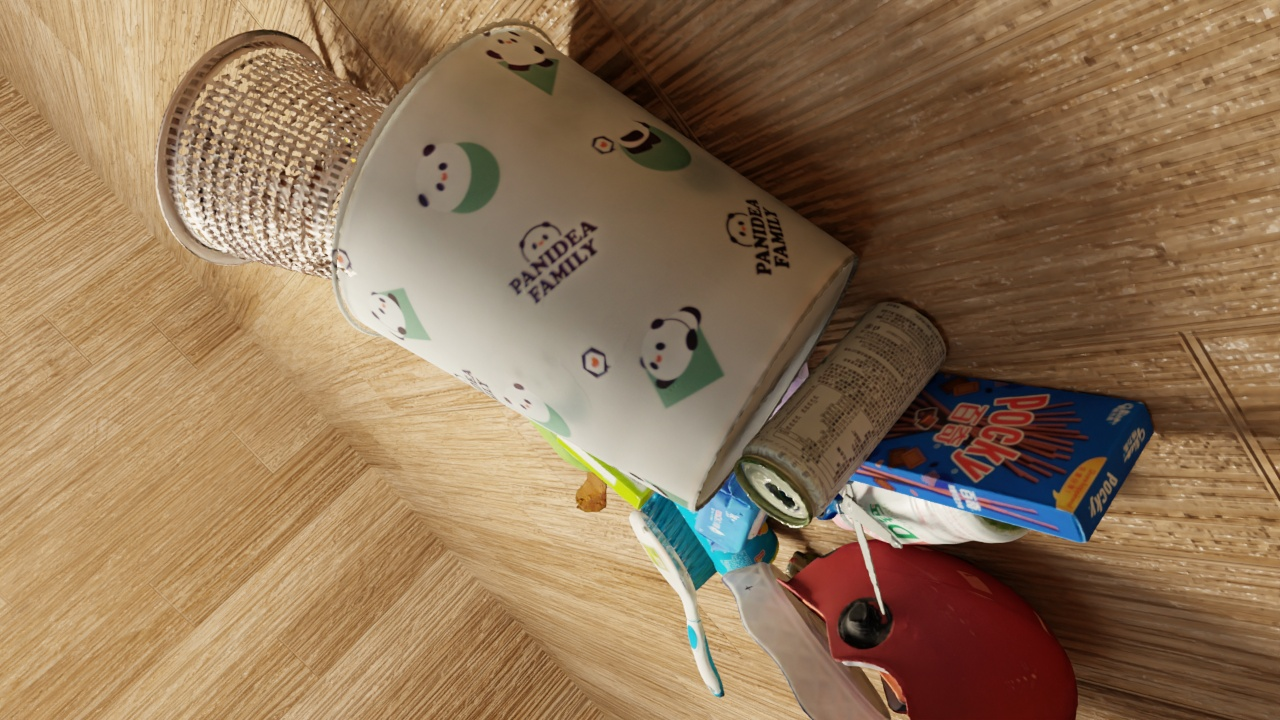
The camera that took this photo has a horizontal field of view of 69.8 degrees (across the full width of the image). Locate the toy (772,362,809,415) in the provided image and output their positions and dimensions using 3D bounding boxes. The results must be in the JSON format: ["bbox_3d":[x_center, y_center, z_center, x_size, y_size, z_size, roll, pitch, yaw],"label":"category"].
[{"bbox_3d":[0.108,0.023,0.687,0.108,0.039,0.083,81,169,-47],"label":"toy"}]

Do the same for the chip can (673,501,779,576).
[{"bbox_3d":[0.061,0.121,0.894,0.071,0.071,0.210,10,139,52],"label":"chip can"}]

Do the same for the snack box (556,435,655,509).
[{"bbox_3d":[0.018,0.032,0.712,0.086,0.156,0.026,38,154,15],"label":"snack box"}]

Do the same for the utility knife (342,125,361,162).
[{"bbox_3d":[-0.304,-0.185,1.049,0.033,0.015,0.220,33,152,23],"label":"utility knife"}]

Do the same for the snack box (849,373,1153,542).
[{"bbox_3d":[0.200,0.049,0.537,0.157,0.084,0.026,10,139,52],"label":"snack box"}]

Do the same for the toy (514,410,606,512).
[{"bbox_3d":[-0.070,0.042,0.953,0.228,0.089,0.247,-23,105,46],"label":"toy"}]

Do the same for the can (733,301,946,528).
[{"bbox_3d":[0.122,0.030,0.553,0.058,0.146,0.058,36,155,20],"label":"can"}]

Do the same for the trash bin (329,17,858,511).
[{"bbox_3d":[-0.020,-0.049,0.578,0.252,0.229,0.230,33,154,14],"label":"trash bin"}]

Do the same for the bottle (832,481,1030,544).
[{"bbox_3d":[0.195,0.096,0.650,0.068,0.068,0.197,46,160,-3],"label":"bottle"}]

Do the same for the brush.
[{"bbox_3d":[0.064,0.271,1.085,0.061,0.109,0.315,12,141,47],"label":"brush"}]

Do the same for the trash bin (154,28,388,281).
[{"bbox_3d":[-0.284,-0.163,0.843,0.192,0.226,0.228,23,151,16],"label":"trash bin"}]

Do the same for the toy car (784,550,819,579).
[{"bbox_3d":[0.185,0.228,0.916,0.090,0.035,0.042,34,155,18],"label":"toy car"}]

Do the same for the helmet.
[{"bbox_3d":[0.228,0.220,0.702,0.240,0.144,0.207,51,-179,41],"label":"helmet"}]

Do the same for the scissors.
[{"bbox_3d":[0.149,0.097,0.670,0.176,0.012,0.162,152,110,-80],"label":"scissors"}]

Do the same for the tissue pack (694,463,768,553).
[{"bbox_3d":[0.094,0.110,0.796,0.052,0.094,0.157,31,154,15],"label":"tissue pack"}]

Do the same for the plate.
[{"bbox_3d":[0.154,0.265,0.831,0.205,0.045,0.204,50,-175,-7],"label":"plate"}]
